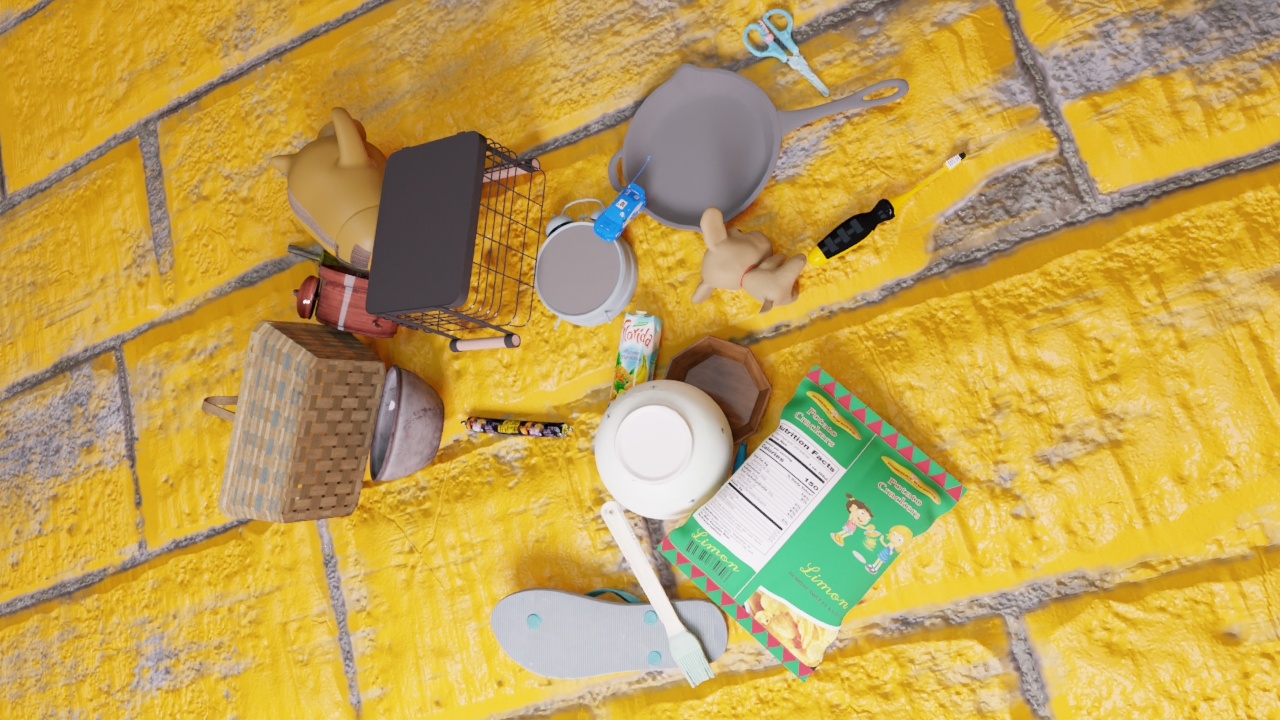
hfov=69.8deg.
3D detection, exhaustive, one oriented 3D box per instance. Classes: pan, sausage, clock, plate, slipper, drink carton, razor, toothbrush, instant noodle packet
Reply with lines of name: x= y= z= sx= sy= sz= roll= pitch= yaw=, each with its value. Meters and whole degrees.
pan: x=0.128 y=-0.259 z=1.056 sx=0.355 sy=0.024 sz=0.216 roll=-13 pitch=78 yaw=21
sausage: x=-0.153 y=0.082 z=1.123 sx=0.155 sy=0.020 sz=0.020 roll=2 pitch=83 yaw=23
clock: x=-0.374 y=-0.079 z=1.187 sx=0.158 sy=0.120 sz=0.072 roll=16 pitch=96 yaw=15
plate: x=0.084 y=0.039 z=1.029 sx=0.131 sy=0.025 sz=0.131 roll=-4 pitch=81 yaw=22
slipper: x=-0.034 y=0.307 z=1.032 sx=0.269 sy=0.054 sz=0.098 roll=0 pitch=84 yaw=11
drink carton: x=-0.006 y=0.006 z=1.064 sx=0.044 sy=0.038 sz=0.129 roll=9 pitch=86 yaw=23
clock: x=-0.068 y=-0.118 z=1.105 sx=0.123 sy=0.045 sz=0.159 roll=-5 pitch=81 yaw=21
razor: x=-0.458 y=-0.147 z=1.279 sx=0.106 sy=0.042 sz=0.026 roll=18 pitch=91 yaw=33
toothbrush: x=0.264 y=-0.162 z=0.985 sx=0.197 sy=0.031 sz=0.031 roll=-35 pitch=74 yaw=10
instant noodle packet: x=0.172 y=0.161 z=0.930 sx=0.195 sy=0.090 sz=0.252 roll=41 pitch=87 yaw=12

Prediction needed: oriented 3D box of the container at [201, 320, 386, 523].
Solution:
container: x=-0.445 y=0.074 z=1.160 sx=0.186 sy=0.157 sz=0.250 roll=17 pitch=97 yaw=32

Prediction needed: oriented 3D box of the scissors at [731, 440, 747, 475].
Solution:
scissors: x=0.105 y=0.158 z=0.989 sx=0.019 sy=0.129 sz=0.137 roll=-2 pitch=120 yaw=59

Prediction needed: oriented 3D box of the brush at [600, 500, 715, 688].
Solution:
brush: x=0.015 y=0.250 z=0.995 sx=0.033 sy=0.012 sz=0.217 roll=-30 pitch=81 yaw=5

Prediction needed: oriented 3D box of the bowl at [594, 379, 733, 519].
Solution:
bowl: x=0.019 y=0.091 z=0.980 sx=0.153 sy=0.073 sz=0.153 roll=-2 pitch=79 yaw=12

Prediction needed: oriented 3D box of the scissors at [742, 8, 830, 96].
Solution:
scissors: x=0.178 y=-0.352 z=1.060 sx=0.063 sy=0.015 sz=0.138 roll=-42 pitch=75 yaw=7

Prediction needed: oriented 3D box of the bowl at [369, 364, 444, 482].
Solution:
bowl: x=-0.285 y=0.082 z=1.133 sx=0.145 sy=0.067 sz=0.145 roll=11 pitch=90 yaw=66

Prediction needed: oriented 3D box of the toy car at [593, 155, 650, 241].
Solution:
toy car: x=-0.018 y=-0.187 z=1.053 sx=0.033 sy=0.062 sz=0.091 roll=36 pitch=72 yaw=14

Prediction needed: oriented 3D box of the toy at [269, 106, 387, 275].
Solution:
toy: x=-0.361 y=-0.199 z=1.184 sx=0.203 sy=0.162 sz=0.199 roll=54 pitch=141 yaw=24

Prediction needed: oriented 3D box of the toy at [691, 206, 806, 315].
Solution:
toy: x=0.119 y=-0.099 z=1.003 sx=0.108 sy=0.134 sz=0.105 roll=31 pitch=52 yaw=24

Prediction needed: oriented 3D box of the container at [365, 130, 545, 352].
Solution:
container: x=-0.214 y=-0.143 z=1.101 sx=0.163 sy=0.130 sz=0.241 roll=-3 pitch=76 yaw=35
